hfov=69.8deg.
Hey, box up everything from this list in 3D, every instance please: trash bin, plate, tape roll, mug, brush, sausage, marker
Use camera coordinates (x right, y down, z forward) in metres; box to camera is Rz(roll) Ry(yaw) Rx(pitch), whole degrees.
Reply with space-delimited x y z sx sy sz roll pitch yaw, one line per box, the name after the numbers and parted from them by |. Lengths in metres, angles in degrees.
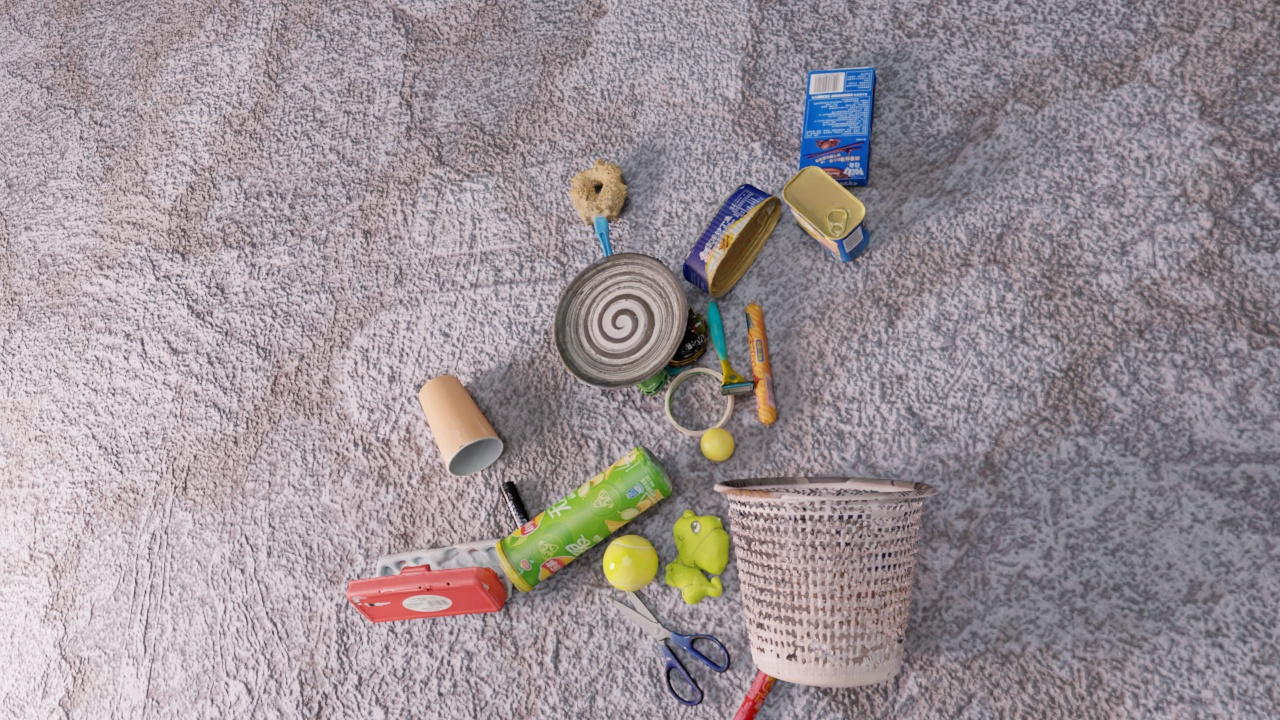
0.191 0.222 0.947 0.228 0.227 0.192 -2 87 19 | trash bin
-0.024 -0.049 1.139 0.180 0.024 0.179 -6 73 19 | plate
0.073 0.052 1.134 0.086 0.014 0.085 -6 72 18 | tape roll
-0.241 0.082 1.209 0.078 0.078 0.122 -38 60 6 | mug
-0.042 -0.152 1.226 0.083 0.046 0.254 -14 74 11 | brush
0.130 0.368 1.018 0.020 0.020 0.155 28 85 24 | sausage
-0.145 0.213 1.161 0.020 0.022 0.132 -28 66 -2 | marker
0.146 0.003 1.118 0.021 0.021 0.165 -11 71 16 | sausage

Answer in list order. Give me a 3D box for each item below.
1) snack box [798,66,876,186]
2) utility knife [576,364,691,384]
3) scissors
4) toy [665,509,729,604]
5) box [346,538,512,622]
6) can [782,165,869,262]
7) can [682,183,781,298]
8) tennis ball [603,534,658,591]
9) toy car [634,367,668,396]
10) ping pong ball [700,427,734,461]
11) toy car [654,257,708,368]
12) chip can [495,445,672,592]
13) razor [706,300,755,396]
0.250 -0.296 1.165 0.085 0.026 0.157 3 75 21 | snack box
-0.011 0.011 1.177 0.165 0.013 0.029 -6 73 17 | utility knife
0.034 0.317 1.072 0.141 0.012 0.170 -23 67 14 | scissors
0.069 0.229 1.074 0.097 0.031 0.100 41 95 25 | toy
-0.260 0.272 1.165 0.202 0.095 0.098 -11 42 18 | box
0.226 -0.174 1.107 0.057 0.083 0.102 -44 65 3 | can
0.114 -0.151 1.147 0.049 0.074 0.148 34 87 28 | can
-0.012 0.239 1.081 0.065 0.065 0.065 -6 73 18 | tennis ball
-0.007 0.007 1.151 0.091 0.036 0.043 36 83 20 | toy car
0.092 0.101 1.098 0.040 0.040 0.040 -6 73 18 | ping pong ball
0.030 -0.064 1.165 0.071 0.041 0.155 -28 67 -4 | toy car
-0.065 0.187 1.099 0.221 0.072 0.072 -35 66 -1 | chip can
0.102 -0.016 1.133 0.043 0.028 0.132 -9 61 -11 | razor
